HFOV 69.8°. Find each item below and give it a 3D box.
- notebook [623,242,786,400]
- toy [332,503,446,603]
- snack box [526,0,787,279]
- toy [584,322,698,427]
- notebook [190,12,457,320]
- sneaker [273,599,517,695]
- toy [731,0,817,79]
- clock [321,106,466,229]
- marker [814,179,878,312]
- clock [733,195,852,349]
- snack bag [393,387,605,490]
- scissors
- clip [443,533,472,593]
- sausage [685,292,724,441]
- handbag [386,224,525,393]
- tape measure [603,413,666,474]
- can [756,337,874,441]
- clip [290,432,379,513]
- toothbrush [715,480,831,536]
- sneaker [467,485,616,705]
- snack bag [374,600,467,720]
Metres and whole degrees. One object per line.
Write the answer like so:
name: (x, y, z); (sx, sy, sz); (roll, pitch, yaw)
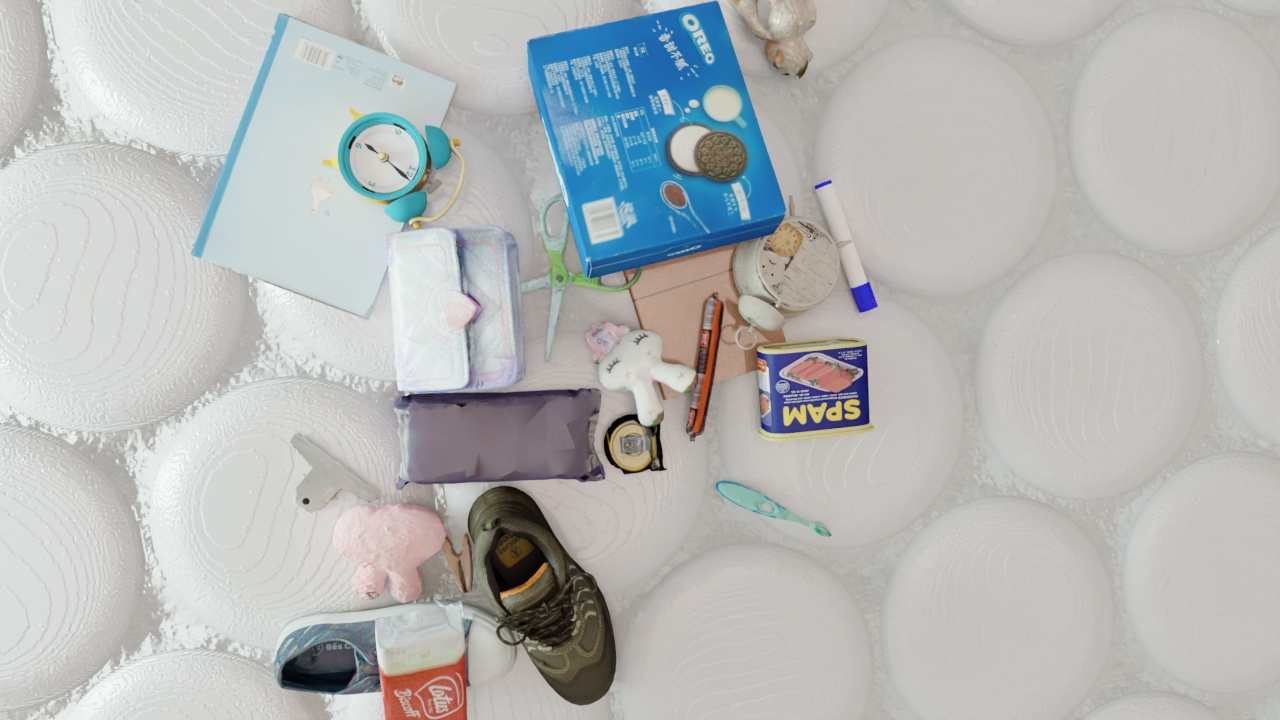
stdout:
notebook: (0.059, -0.080, 0.950); (0.141, 0.008, 0.209); (-18, 94, -6)
toy: (-0.247, 0.190, 0.904); (0.108, 0.053, 0.105); (5, 103, -10)
snack box: (0.011, -0.216, 0.886); (0.195, 0.056, 0.238); (-14, 78, -6)
toy: (-0.005, 0.005, 0.920); (0.122, 0.038, 0.079); (41, 89, 14)
notebook: (-0.309, -0.189, 0.900); (0.181, 0.009, 0.253); (21, 90, -8)
sneaker: (-0.238, 0.285, 0.892); (0.235, 0.079, 0.087); (2, 92, -7)
toy: (0.151, -0.338, 0.929); (0.085, 0.074, 0.106); (-19, 98, -19)
clock: (-0.234, -0.188, 0.885); (0.129, 0.044, 0.099); (26, 89, -2)
marker: (0.216, -0.120, 0.961); (0.020, 0.020, 0.141); (-21, 94, -6)
clock: (0.142, -0.079, 0.923); (0.103, 0.061, 0.156); (34, 79, -12)
snack bag: (-0.139, 0.078, 0.907); (0.205, 0.058, 0.096); (-2, 92, -6)
scissors: (-0.083, -0.087, 0.929); (0.171, 0.023, 0.172); (-14, 96, -3)
clip: (-0.184, 0.203, 0.924); (0.052, 0.026, 0.059); (26, 88, -5)
sausage: (0.067, 0.007, 0.939); (0.020, 0.020, 0.155); (9, 91, -7)
handbag: (-0.181, -0.049, 0.891); (0.126, 0.069, 0.158); (-3, 95, 2)
tape measure: (-0.007, 0.086, 0.935); (0.061, 0.034, 0.061); (-8, 92, -5)
can: (0.177, 0.028, 0.938); (0.116, 0.056, 0.092); (-5, 98, -8)
clip: (-0.313, 0.122, 0.899); (0.101, 0.045, 0.055); (38, 75, -6)
toothbrush: (0.141, 0.157, 0.964); (0.135, 0.017, 0.022); (24, 92, -7)
sneaker: (-0.086, 0.234, 0.877); (0.101, 0.143, 0.238); (-30, 96, -6)
snack bag: (-0.200, 0.319, 0.858); (0.077, 0.041, 0.226); (-6, 128, -18)
